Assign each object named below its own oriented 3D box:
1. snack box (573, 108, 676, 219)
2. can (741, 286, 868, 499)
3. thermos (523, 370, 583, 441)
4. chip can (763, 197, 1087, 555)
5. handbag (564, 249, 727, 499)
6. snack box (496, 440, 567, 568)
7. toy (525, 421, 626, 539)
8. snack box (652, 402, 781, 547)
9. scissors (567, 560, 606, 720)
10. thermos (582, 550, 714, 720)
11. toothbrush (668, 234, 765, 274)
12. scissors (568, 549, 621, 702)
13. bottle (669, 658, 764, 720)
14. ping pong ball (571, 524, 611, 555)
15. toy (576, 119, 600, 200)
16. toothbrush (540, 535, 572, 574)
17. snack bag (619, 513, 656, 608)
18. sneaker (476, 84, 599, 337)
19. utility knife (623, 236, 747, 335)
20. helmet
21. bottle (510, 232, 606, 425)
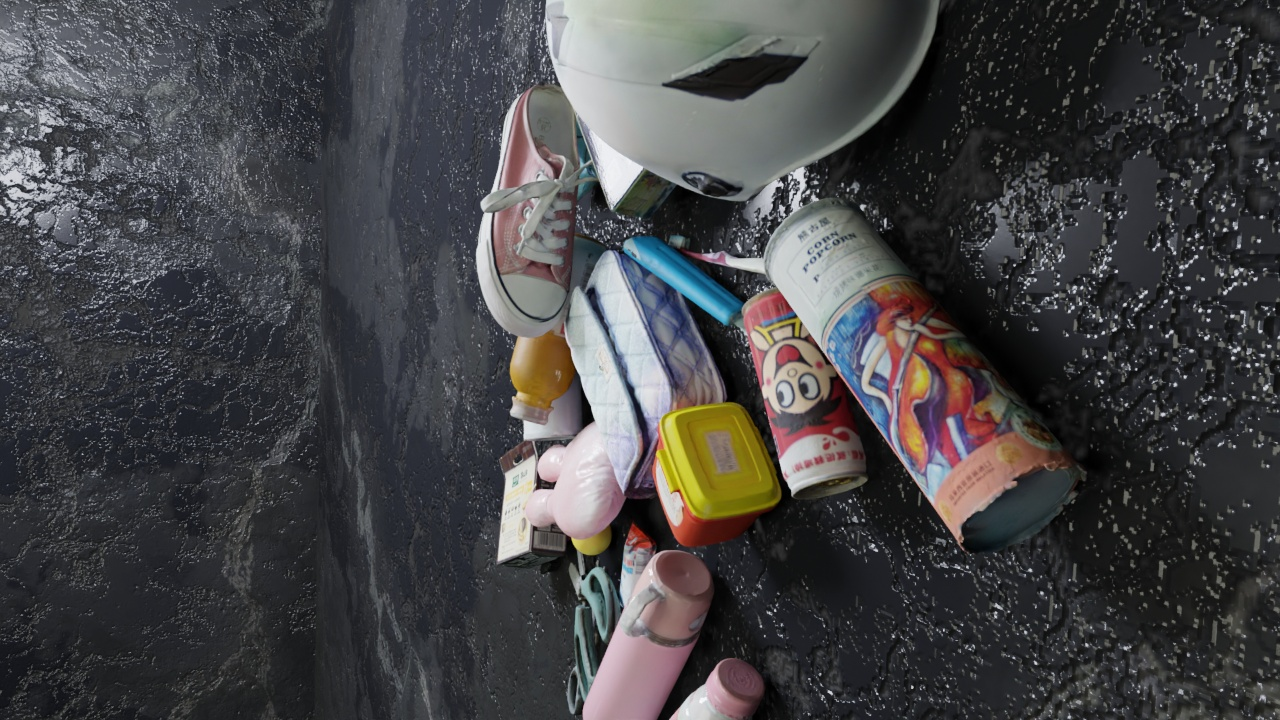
[{"bbox_3d":[0.014,-0.243,0.756,0.183,0.045,0.177,-46,50,39],"label":"snack box"},{"bbox_3d":[0.107,0.020,0.600,0.053,0.053,0.132,-44,52,54],"label":"can"},{"bbox_3d":[-0.096,-0.024,0.978,0.070,0.070,0.220,-18,73,61],"label":"thermos"},{"bbox_3d":[0.146,0.001,0.506,0.214,0.071,0.071,63,142,39],"label":"chip can"},{"bbox_3d":[-0.005,0.005,0.788,0.134,0.075,0.193,114,145,-41],"label":"handbag"},{"bbox_3d":[-0.122,0.161,1.022,0.113,0.053,0.125,-34,47,57],"label":"snack box"},{"bbox_3d":[-0.058,0.114,0.889,0.160,0.054,0.121,-16,52,53],"label":"toy"},{"bbox_3d":[0.049,0.088,0.684,0.080,0.082,0.091,110,147,-51],"label":"snack box"},{"bbox_3d":[-0.054,0.295,0.949,0.151,0.014,0.170,-48,48,50],"label":"scissors"},{"bbox_3d":[0.000,0.248,0.769,0.067,0.087,0.199,41,130,28],"label":"thermos"},{"bbox_3d":[0.068,-0.082,0.717,0.188,0.016,0.017,24,101,61],"label":"toothbrush"},{"bbox_3d":[-0.052,0.265,0.911,0.175,0.019,0.176,-149,62,-68],"label":"scissors"},{"bbox_3d":[0.041,0.311,0.715,0.068,0.068,0.197,57,134,46],"label":"bottle"},{"bbox_3d":[-0.048,0.172,0.907,0.040,0.040,0.040,-1,89,62],"label":"ping pong ball"},{"bbox_3d":[-0.049,-0.215,0.901,0.156,0.049,0.162,57,133,43],"label":"toy"},{"bbox_3d":[-0.069,0.183,0.981,0.190,0.017,0.014,-56,44,42],"label":"toothbrush"},{"bbox_3d":[-0.004,0.196,0.839,0.048,0.026,0.104,-140,55,-70],"label":"snack bag"},{"bbox_3d":[-0.088,-0.143,0.827,0.088,0.118,0.240,-15,67,62],"label":"sneaker"},{"bbox_3d":[0.052,-0.051,0.712,0.204,0.034,0.018,43,136,45],"label":"utility knife"},{"bbox_3d":[0.037,-0.229,0.571,0.259,0.145,0.229,26,98,45],"label":"helmet"},{"bbox_3d":[-0.085,-0.031,0.908,0.068,0.068,0.189,11,85,62],"label":"bottle"}]
